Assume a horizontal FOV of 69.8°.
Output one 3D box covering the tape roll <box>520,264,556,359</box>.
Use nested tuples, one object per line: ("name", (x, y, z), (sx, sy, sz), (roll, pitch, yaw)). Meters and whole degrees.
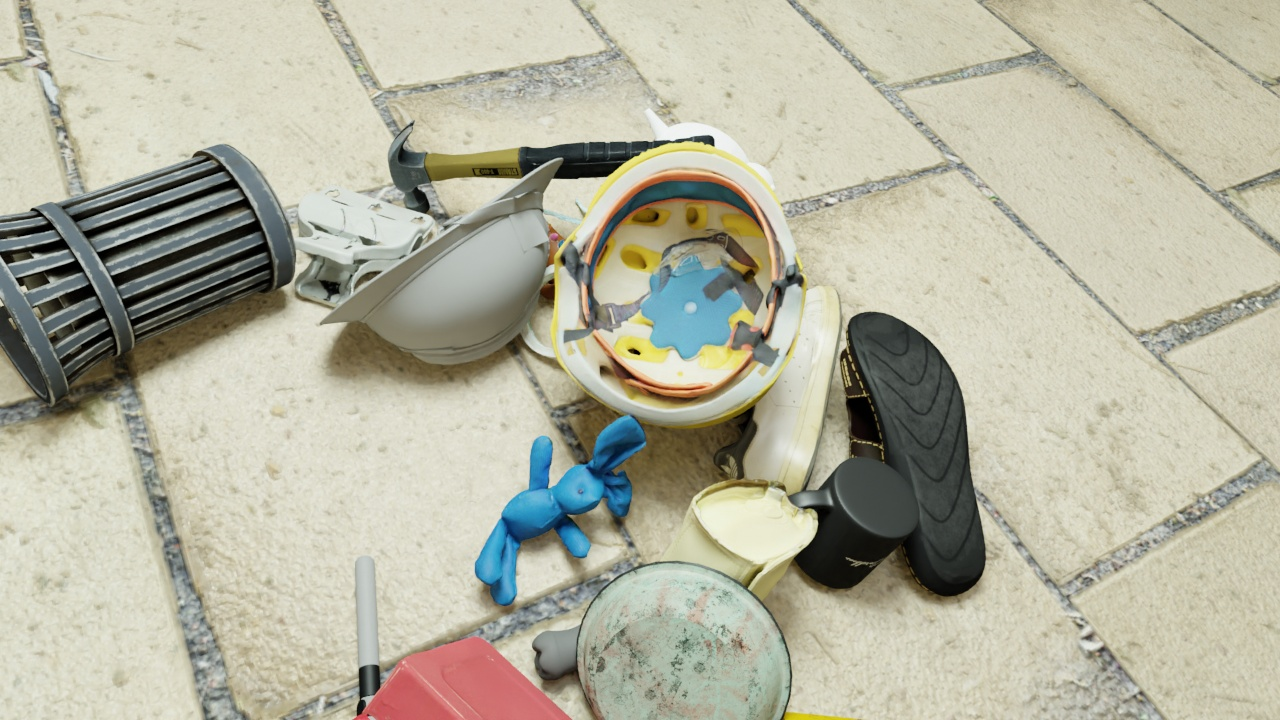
("tape roll", (-0.076, -0.048, 0.885), (0.093, 0.013, 0.093), (-5, 78, 24))

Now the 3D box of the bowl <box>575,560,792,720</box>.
("bowl", (0.025, 0.222, 0.641), (0.157, 0.157, 0.038), (26, 13, 9))

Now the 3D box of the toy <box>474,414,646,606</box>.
("toy", (-0.062, 0.123, 0.752), (0.176, 0.113, 0.071), (-40, 43, -12))

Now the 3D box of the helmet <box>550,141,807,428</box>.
("helmet", (0.037, -0.050, 0.801), (0.209, 0.140, 0.239), (6, 74, 10))

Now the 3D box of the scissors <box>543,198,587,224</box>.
("scissors", (-0.035, -0.137, 0.971), (0.171, 0.022, 0.173), (13, 29, -15))

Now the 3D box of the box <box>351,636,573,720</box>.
("box", (-0.108, 0.279, 0.601), (0.157, 0.154, 0.168), (38, 33, 18))

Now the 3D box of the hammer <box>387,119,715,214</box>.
("hammer", (-0.092, -0.199, 0.920), (0.333, 0.118, 0.025), (-1, 57, 7))

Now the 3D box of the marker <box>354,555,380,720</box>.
("marker", (-0.204, 0.212, 0.687), (0.016, 0.016, 0.140), (-4, 53, -15))

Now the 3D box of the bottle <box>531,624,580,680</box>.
("bottle", (-0.027, 0.216, 0.706), (0.109, 0.036, 0.036), (-9, 54, -18))

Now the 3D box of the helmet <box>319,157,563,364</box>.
("helmet", (-0.151, -0.070, 0.851), (0.270, 0.184, 0.118), (-38, 101, -20))

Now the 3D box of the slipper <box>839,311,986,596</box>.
("slipper", (0.242, 0.082, 0.843), (0.112, 0.076, 0.267), (-4, 71, -22))

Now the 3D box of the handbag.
("handbag", (0.070, 0.155, 0.706), (0.111, 0.119, 0.081), (-14, 50, -47))

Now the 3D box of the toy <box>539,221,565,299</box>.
("toy", (-0.076, -0.113, 0.917), (0.090, 0.103, 0.070), (49, 55, -1))

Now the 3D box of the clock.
("clock", (0.055, -0.183, 0.988), (0.161, 0.126, 0.072), (28, 51, 4))

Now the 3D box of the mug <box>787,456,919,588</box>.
("mug", (0.161, 0.135, 0.767), (0.113, 0.088, 0.078), (7, 48, -19))

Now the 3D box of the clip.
("clip", (-0.288, -0.121, 0.915), (0.124, 0.073, 0.142), (15, 43, 4))

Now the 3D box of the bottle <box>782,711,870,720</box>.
("bottle", (0.177, 0.298, 0.663), (0.164, 0.071, 0.070), (8, 51, -6))

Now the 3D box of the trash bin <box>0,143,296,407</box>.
("trash bin", (-0.433, -0.086, 0.791), (0.164, 0.165, 0.226), (41, 52, 21))

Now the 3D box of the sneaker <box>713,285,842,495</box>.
("sneaker", (0.128, 0.024, 0.871), (0.102, 0.089, 0.240), (12, 53, 10))
